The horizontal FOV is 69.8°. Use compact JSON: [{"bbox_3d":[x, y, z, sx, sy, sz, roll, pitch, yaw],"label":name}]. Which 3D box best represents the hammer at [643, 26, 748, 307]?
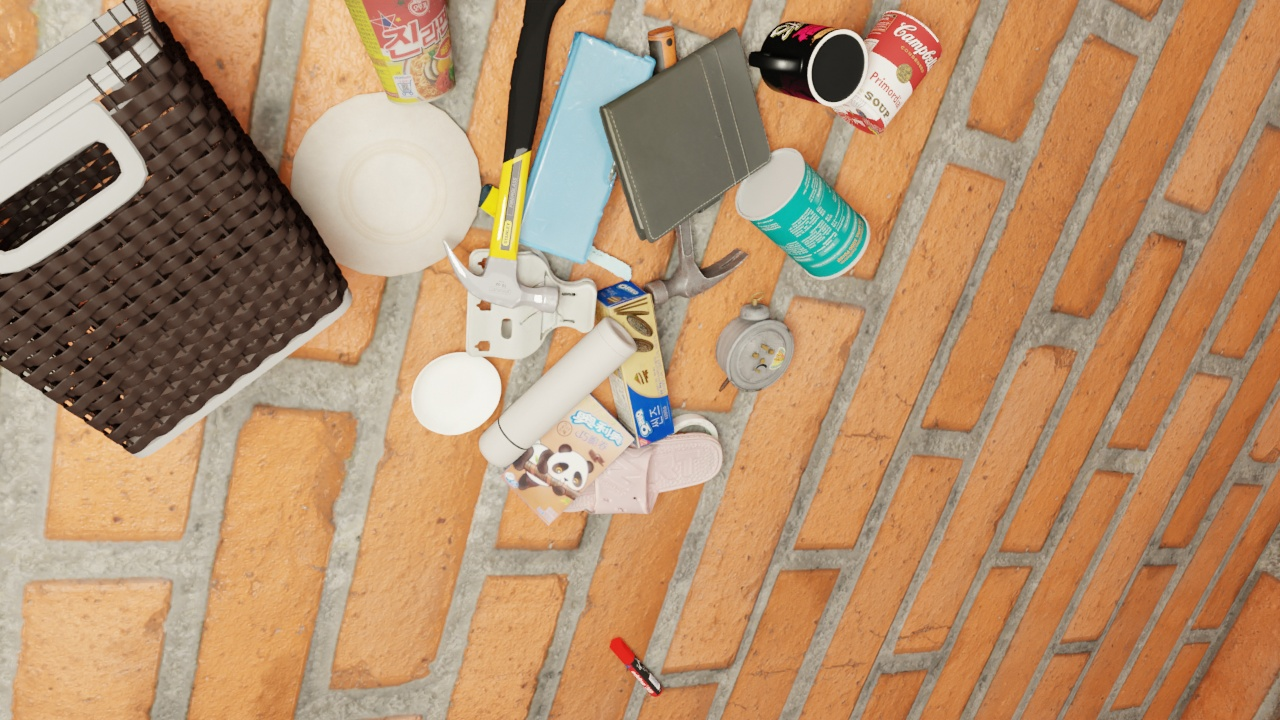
[{"bbox_3d":[0.053,-0.224,1.068,0.137,0.035,0.315,-20,121,-20],"label":"hammer"}]

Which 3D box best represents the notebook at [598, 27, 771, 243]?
[{"bbox_3d":[0.056,-0.246,1.014,0.208,0.029,0.170,-36,125,-25],"label":"notebook"}]

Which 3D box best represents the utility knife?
[{"bbox_3d":[-0.092,-0.140,1.041,0.217,0.019,0.030,27,105,-30],"label":"utility knife"}]

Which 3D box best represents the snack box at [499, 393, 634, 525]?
[{"bbox_3d":[-0.090,0.119,1.132,0.151,0.034,0.087,-45,89,-2],"label":"snack box"}]

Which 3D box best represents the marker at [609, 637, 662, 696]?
[{"bbox_3d":[-0.004,0.464,1.378,0.021,0.023,0.145,-42,126,-14],"label":"marker"}]

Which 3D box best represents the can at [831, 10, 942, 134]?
[{"bbox_3d":[0.291,-0.344,1.104,0.086,0.086,0.116,36,93,-36],"label":"can"}]

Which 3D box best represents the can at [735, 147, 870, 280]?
[{"bbox_3d":[0.201,-0.178,1.129,0.144,0.099,0.099,33,95,-36],"label":"can"}]

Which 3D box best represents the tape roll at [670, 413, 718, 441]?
[{"bbox_3d":[0.061,0.117,1.248,0.093,0.018,0.094,-12,118,-23],"label":"tape roll"}]

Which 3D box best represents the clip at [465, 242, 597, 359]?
[{"bbox_3d":[-0.125,-0.071,1.035,0.152,0.099,0.126,-5,116,-25],"label":"clip"}]

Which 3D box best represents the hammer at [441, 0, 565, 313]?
[{"bbox_3d":[-0.126,-0.216,0.942,0.127,0.029,0.324,7,97,-15],"label":"hammer"}]

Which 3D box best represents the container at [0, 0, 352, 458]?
[{"bbox_3d":[-0.417,-0.109,0.748,0.247,0.245,0.244,-38,129,-7],"label":"container"}]

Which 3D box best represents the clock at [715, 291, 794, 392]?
[{"bbox_3d":[0.150,-0.024,1.204,0.103,0.056,0.148,-13,121,-23],"label":"clock"}]

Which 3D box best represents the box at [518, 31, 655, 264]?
[{"bbox_3d":[-0.066,-0.228,0.996,0.093,0.054,0.232,16,101,-15],"label":"box"}]

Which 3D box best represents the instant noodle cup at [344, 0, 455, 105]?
[{"bbox_3d":[-0.216,-0.304,0.853,0.100,0.100,0.113,-23,129,-17],"label":"instant noodle cup"}]

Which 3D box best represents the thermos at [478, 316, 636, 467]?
[{"bbox_3d":[-0.101,0.041,1.071,0.224,0.052,0.052,-42,127,16],"label":"thermos"}]

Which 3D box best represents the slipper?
[{"bbox_3d":[-0.001,0.150,1.188,0.239,0.064,0.094,-10,117,-14],"label":"slipper"}]

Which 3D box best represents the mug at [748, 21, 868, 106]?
[{"bbox_3d":[0.180,-0.338,1.040,0.117,0.098,0.082,-7,116,-25],"label":"mug"}]

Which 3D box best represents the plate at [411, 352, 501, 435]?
[{"bbox_3d":[-0.214,0.034,1.055,0.104,0.026,0.104,-12,119,-22],"label":"plate"}]

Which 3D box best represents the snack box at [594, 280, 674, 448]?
[{"bbox_3d":[-0.007,0.007,1.134,0.057,0.056,0.207,-23,122,-18],"label":"snack box"}]

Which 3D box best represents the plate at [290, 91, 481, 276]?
[{"bbox_3d":[-0.251,-0.172,0.928,0.188,0.027,0.189,-10,117,-21],"label":"plate"}]
